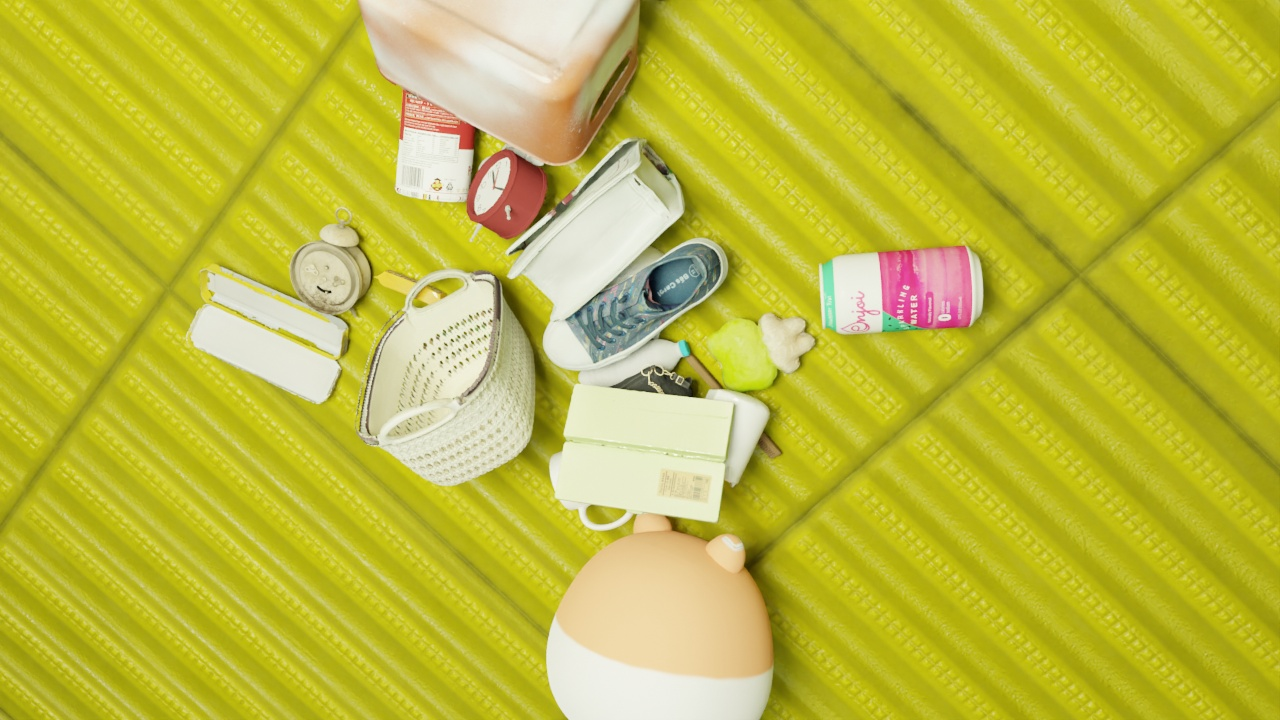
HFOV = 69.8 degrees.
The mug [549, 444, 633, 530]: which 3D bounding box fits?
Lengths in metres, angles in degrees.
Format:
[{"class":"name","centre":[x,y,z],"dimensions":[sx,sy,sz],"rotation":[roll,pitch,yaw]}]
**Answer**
[{"class":"mug","centre":[-0.050,0.154,1.131],"dimensions":[0.091,0.073,0.110],"rotation":[-20,77,15]}]

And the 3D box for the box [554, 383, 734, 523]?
[{"class":"box","centre":[0.004,0.101,1.014],"dimensions":[0.187,0.030,0.138],"rotation":[8,74,13]}]

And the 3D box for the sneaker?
[{"class":"sneaker","centre":[-0.009,-0.054,1.016],"dimensions":[0.236,0.079,0.087],"rotation":[-29,98,17]}]

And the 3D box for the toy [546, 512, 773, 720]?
[{"class":"toy","centre":[0.031,0.327,1.082],"dimensions":[0.263,0.265,0.280],"rotation":[12,89,40]}]

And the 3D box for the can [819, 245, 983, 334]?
[{"class":"can","centre":[0.282,-0.076,1.003],"dimensions":[0.166,0.088,0.088],"rotation":[-3,104,12]}]

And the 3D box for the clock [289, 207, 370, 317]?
[{"class":"clock","centre":[-0.376,-0.125,1.137],"dimensions":[0.093,0.054,0.141],"rotation":[22,115,4]}]

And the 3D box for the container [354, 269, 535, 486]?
[{"class":"container","centre":[-0.211,0.021,1.048],"dimensions":[0.185,0.251,0.143],"rotation":[-26,127,15]}]

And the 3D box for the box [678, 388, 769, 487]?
[{"class":"box","centre":[0.078,0.109,1.058],"dimensions":[0.094,0.084,0.165],"rotation":[25,84,-13]}]

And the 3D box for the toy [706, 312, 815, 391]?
[{"class":"toy","centre":[0.143,-0.014,1.072],"dimensions":[0.118,0.043,0.092],"rotation":[-24,97,13]}]

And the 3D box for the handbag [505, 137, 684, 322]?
[{"class":"handbag","centre":[-0.052,-0.152,1.020],"dimensions":[0.199,0.141,0.096],"rotation":[-41,111,17]}]

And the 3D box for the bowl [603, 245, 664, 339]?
[{"class":"bowl","centre":[-0.012,-0.079,1.079],"dimensions":[0.115,0.050,0.115],"rotation":[3,106,10]}]

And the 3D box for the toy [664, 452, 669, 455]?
[{"class":"toy","centre":[0.058,0.095,1.116],"dimensions":[0.108,0.053,0.105],"rotation":[21,96,-2]}]

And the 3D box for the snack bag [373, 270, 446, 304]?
[{"class":"snack bag","centre":[-0.283,-0.090,1.143],"dimensions":[0.099,0.026,0.020],"rotation":[22,102,6]}]

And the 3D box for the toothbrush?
[{"class":"toothbrush","centre":[0.111,0.056,1.111],"dimensions":[0.016,0.016,0.167],"rotation":[-41,95,18]}]

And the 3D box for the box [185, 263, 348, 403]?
[{"class":"box","centre":[-0.483,-0.036,1.191],"dimensions":[0.210,0.045,0.128],"rotation":[23,109,3]}]

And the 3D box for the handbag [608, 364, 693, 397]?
[{"class":"handbag","centre":[-0.001,0.043,1.084],"dimensions":[0.129,0.054,0.079],"rotation":[-26,132,28]}]

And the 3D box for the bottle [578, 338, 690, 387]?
[{"class":"bottle","centre":[-0.006,0.006,1.105],"dimensions":[0.136,0.044,0.044],"rotation":[-20,101,15]}]

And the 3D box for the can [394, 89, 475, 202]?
[{"class":"can","centre":[-0.235,-0.248,1.057],"dimensions":[0.087,0.086,0.116],"rotation":[11,106,8]}]

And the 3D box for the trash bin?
[{"class":"trash bin","centre":[-0.139,-0.349,0.939],"dimensions":[0.260,0.157,0.181],"rotation":[29,76,3]}]

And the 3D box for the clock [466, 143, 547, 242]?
[{"class":"clock","centre":[-0.152,-0.199,1.044],"dimensions":[0.096,0.137,0.048],"rotation":[-21,146,40]}]
